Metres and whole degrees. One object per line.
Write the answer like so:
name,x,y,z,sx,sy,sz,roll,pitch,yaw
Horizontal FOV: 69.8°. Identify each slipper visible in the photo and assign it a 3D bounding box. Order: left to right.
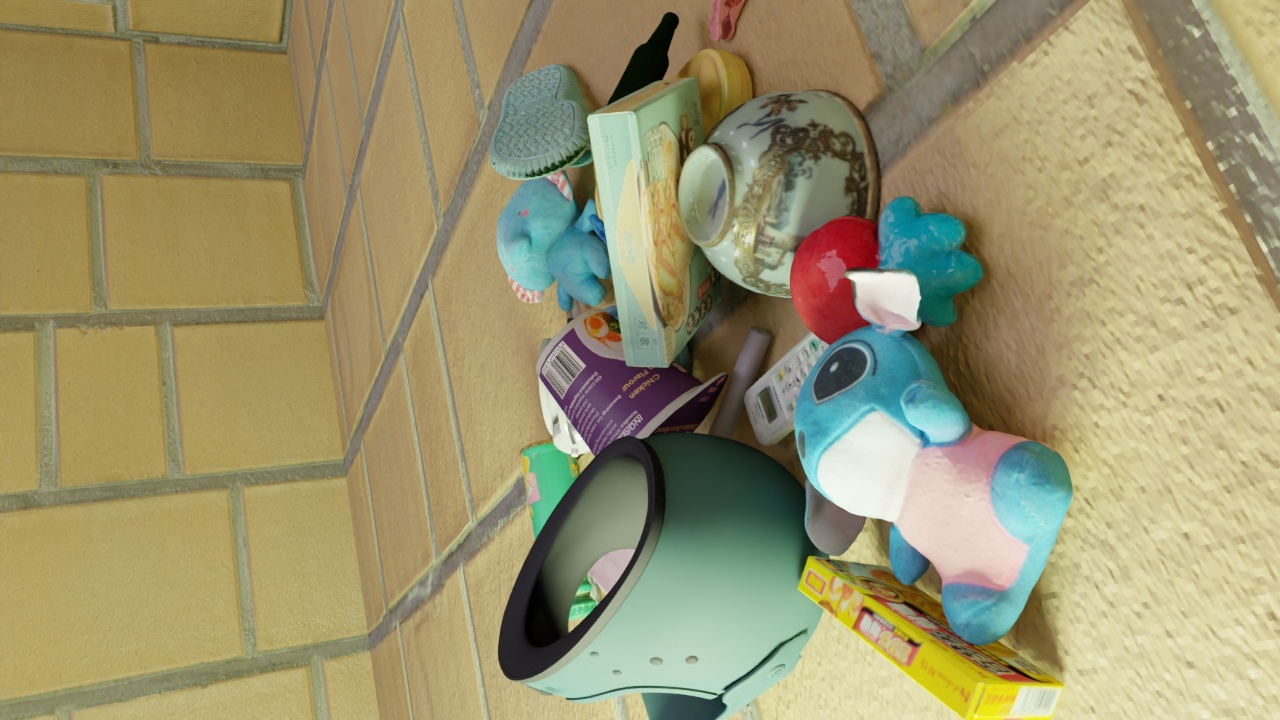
slipper,-0.100,-0.245,0.986,0.275,0.116,0.069,-100,-10,-54
slipper,0.003,-0.195,0.838,0.264,0.078,0.099,-29,68,58

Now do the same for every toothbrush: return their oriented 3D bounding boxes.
toothbrush,0.069,0.059,0.775,0.018,0.019,0.188,38,118,41

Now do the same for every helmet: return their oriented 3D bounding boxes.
helmet,0.029,0.186,0.701,0.275,0.200,0.176,-54,28,22

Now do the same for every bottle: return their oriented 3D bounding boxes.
bottle,-0.093,0.200,1.089,0.068,0.068,0.209,-40,58,57
bottle,0.007,-0.247,0.770,0.033,0.033,0.122,-36,28,59

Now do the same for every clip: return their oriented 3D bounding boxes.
clip,0.067,-0.288,0.748,0.060,0.045,0.023,-47,48,38

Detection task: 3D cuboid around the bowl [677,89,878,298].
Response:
bowl,0.085,-0.121,0.672,0.160,0.093,0.160,17,109,61

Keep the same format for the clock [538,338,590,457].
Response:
clock,-0.076,0.033,0.966,0.159,0.061,0.120,-78,-19,-69

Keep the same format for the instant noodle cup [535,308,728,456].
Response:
instant noodle cup,-0.015,0.020,0.781,0.122,0.121,0.137,45,104,16

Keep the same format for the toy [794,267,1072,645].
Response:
toy,0.164,0.051,0.540,0.191,0.098,0.224,46,145,43

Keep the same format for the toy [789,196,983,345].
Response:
toy,0.153,-0.054,0.589,0.133,0.062,0.092,-20,108,44

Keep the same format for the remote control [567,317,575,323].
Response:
remote control,-0.069,0.019,1.076,0.058,0.013,0.133,14,106,62

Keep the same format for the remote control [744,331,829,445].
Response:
remote control,0.122,0.019,0.697,0.134,0.022,0.050,-50,51,53

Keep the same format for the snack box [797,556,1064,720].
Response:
snack box,0.172,0.167,0.563,0.152,0.075,0.025,30,104,58

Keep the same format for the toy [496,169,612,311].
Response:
toy,-0.103,-0.126,1.029,0.180,0.114,0.184,46,127,37

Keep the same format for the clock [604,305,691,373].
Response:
clock,-0.005,0.005,0.904,0.162,0.060,0.118,-167,73,-66

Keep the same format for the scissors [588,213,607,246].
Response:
scissors,-0.007,-0.103,0.891,0.125,0.013,0.126,46,171,12

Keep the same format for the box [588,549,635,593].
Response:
box,0.019,0.186,0.904,0.233,0.040,0.179,37,122,55

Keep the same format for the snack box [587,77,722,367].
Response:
snack box,0.016,-0.111,0.719,0.044,0.141,0.194,1,116,23
